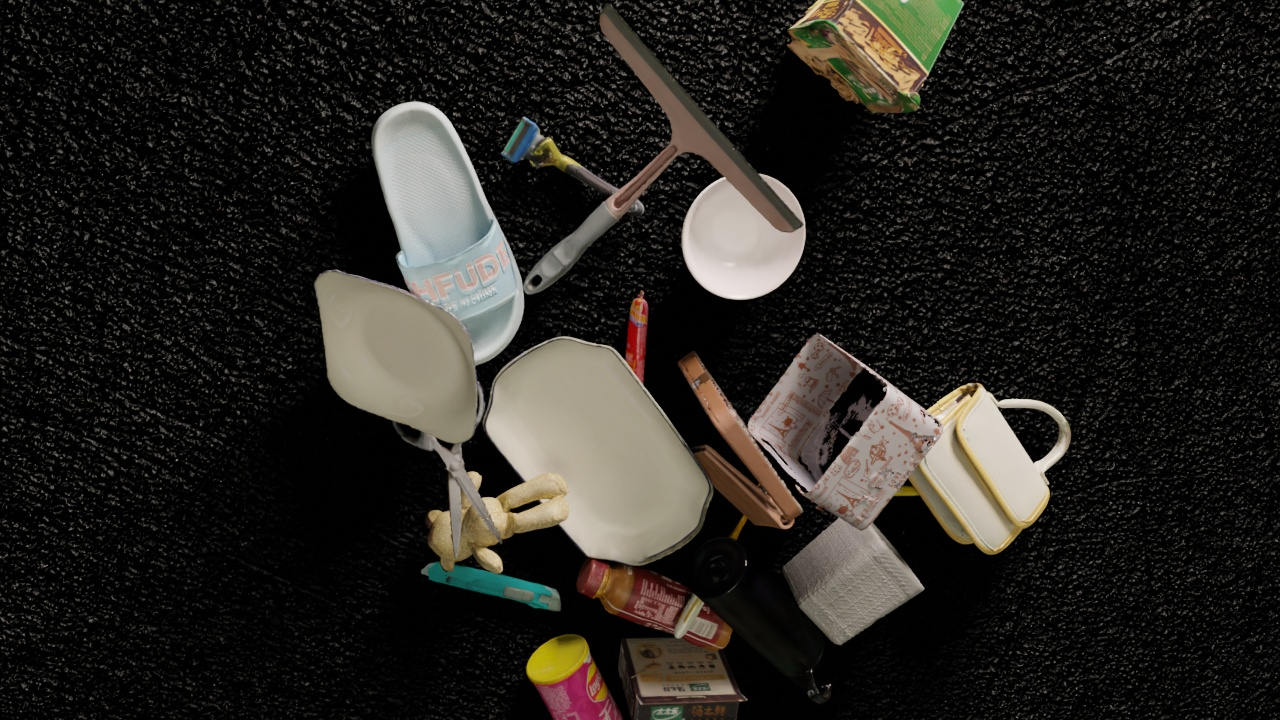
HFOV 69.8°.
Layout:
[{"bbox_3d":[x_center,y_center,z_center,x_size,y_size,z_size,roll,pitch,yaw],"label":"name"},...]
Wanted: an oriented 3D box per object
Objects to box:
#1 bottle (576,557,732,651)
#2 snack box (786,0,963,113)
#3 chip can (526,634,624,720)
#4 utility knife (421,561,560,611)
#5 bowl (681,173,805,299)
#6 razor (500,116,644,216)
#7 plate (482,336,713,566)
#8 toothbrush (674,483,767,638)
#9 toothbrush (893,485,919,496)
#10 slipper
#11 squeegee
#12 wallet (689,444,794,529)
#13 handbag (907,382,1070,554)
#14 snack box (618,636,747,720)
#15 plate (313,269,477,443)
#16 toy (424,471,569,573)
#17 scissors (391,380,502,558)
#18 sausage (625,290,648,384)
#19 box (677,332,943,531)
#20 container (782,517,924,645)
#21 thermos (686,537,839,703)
[{"bbox_3d":[0.016,0.259,0.989,0.175,0.057,0.057,25,101,-16],"label":"bottle"},{"bbox_3d":[0.213,-0.300,0.817,0.118,0.117,0.105,35,94,-21],"label":"snack box"},{"bbox_3d":[-0.052,0.407,1.018,0.071,0.071,0.210,-24,110,-2],"label":"chip can"},{"bbox_3d":[-0.156,0.241,0.977,0.157,0.013,0.029,18,102,-14],"label":"utility knife"},{"bbox_3d":[0.091,-0.123,0.877,0.118,0.064,0.118,-3,108,-10],"label":"bowl"},{"bbox_3d":[-0.057,-0.175,0.857,0.142,0.022,0.043,28,117,-17],"label":"razor"},{"bbox_3d":[-0.040,0.091,0.927,0.162,0.034,0.266,-32,108,13],"label":"plate"},{"bbox_3d":[0.088,0.210,0.973,0.016,0.018,0.191,34,78,-7],"label":"toothbrush"},{"bbox_3d":[0.334,0.142,1.028,0.190,0.015,0.016,0,103,-9],"label":"toothbrush"},{"bbox_3d":[-0.175,-0.110,0.832,0.104,0.074,0.245,-17,108,-5],"label":"slipper"},{"bbox_3d":[-0.023,-0.142,0.840,0.250,0.040,0.247,-40,95,28],"label":"squeegee"},{"bbox_3d":[0.096,0.127,0.926,0.115,0.101,0.020,41,78,-1],"label":"wallet"},{"bbox_3d":[0.387,0.102,0.994,0.178,0.063,0.163,-39,104,-6],"label":"handbag"},{"bbox_3d":[0.042,0.346,0.984,0.113,0.125,0.053,2,109,-10],"label":"snack box"},{"bbox_3d":[-0.217,-0.007,0.843,0.164,0.034,0.165,19,131,13],"label":"plate"},{"bbox_3d":[-0.142,0.157,0.915,0.157,0.066,0.105,-23,77,17],"label":"toy"},{"bbox_3d":[-0.182,0.096,0.887,0.159,0.014,0.175,25,91,11],"label":"scissors"},{"bbox_3d":[-0.005,0.005,0.926,0.020,0.020,0.156,0,107,-10],"label":"sausage"},{"bbox_3d":[0.139,0.044,0.880,0.193,0.183,0.156,34,98,-21],"label":"box"},{"bbox_3d":[0.227,0.236,1.003,0.114,0.090,0.090,-40,109,8],"label":"container"},{"bbox_3d":[0.141,0.283,0.969,0.068,0.090,0.242,-35,126,9],"label":"thermos"}]
